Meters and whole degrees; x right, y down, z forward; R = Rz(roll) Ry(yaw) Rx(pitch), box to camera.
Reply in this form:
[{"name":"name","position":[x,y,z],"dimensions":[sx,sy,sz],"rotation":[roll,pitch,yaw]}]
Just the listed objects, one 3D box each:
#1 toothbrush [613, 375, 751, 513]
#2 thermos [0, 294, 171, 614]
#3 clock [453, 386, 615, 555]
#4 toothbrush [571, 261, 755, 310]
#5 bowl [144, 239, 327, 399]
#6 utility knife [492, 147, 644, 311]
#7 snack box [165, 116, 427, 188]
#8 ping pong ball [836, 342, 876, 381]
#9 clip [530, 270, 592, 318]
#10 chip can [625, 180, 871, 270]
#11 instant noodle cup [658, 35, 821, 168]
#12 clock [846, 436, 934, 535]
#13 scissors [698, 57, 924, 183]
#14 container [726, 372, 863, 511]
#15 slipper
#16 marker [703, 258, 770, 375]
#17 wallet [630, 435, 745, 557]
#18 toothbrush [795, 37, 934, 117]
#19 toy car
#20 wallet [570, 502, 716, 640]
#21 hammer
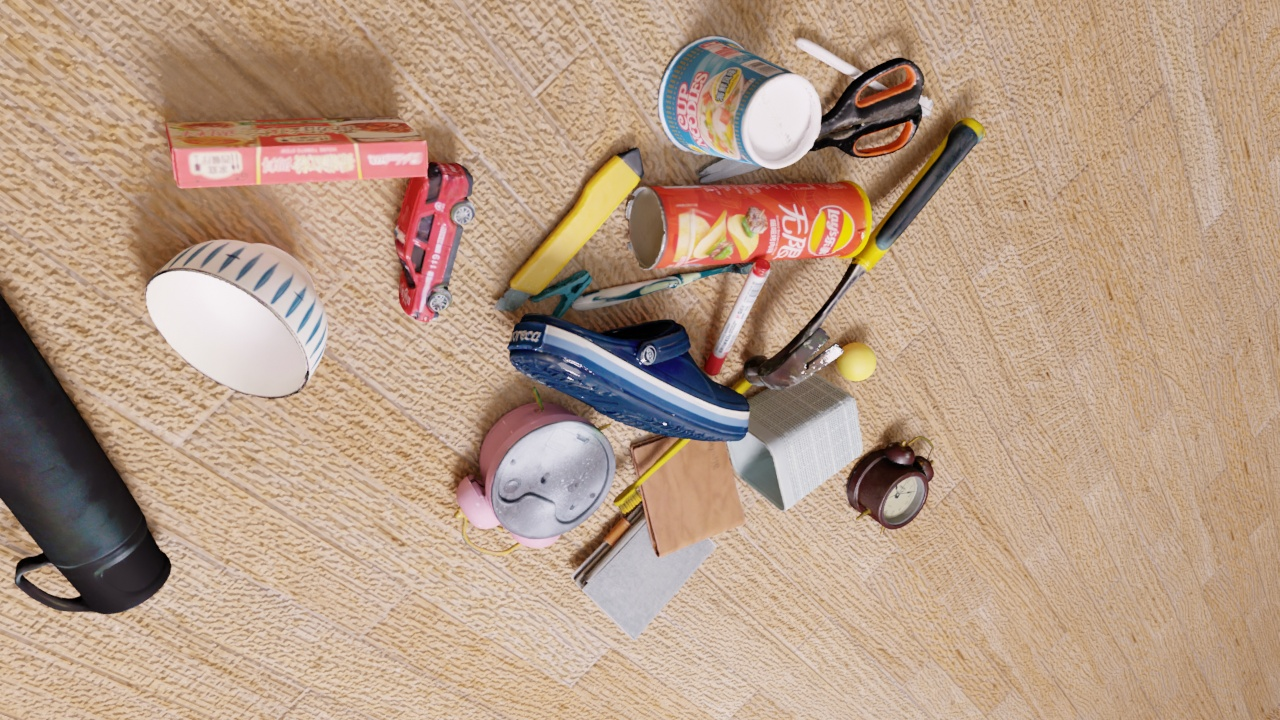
[{"name":"toothbrush","position":[0.046,0.077,0.885],"dimensions":[0.189,0.016,0.016],"rotation":[-42,106,-17]},{"name":"thermos","position":[-0.407,0.072,0.608],"dimensions":[0.089,0.068,0.243],"rotation":[-26,125,-22]},{"name":"clock","position":[-0.097,0.109,0.813],"dimensions":[0.117,0.060,0.158],"rotation":[30,96,-38]},{"name":"toothbrush","position":[0.027,-0.068,0.817],"dimensions":[0.191,0.018,0.016],"rotation":[-15,121,-23]},{"name":"bowl","position":[-0.264,-0.037,0.624],"dimensions":[0.116,0.117,0.066],"rotation":[62,34,-36]},{"name":"utility knife","position":[-0.059,-0.105,0.751],"dimensions":[0.176,0.015,0.033],"rotation":[-48,122,1]},{"name":"snack box","position":[-0.224,-0.138,0.601],"dimensions":[0.152,0.075,0.025],"rotation":[-9,119,-26]},{"name":"ping pong ball","position":[0.224,0.001,0.951],"dimensions":[0.040,0.040,0.040],"rotation":[-13,120,-24]},{"name":"clip","position":[-0.064,-0.057,0.774],"dimensions":[0.055,0.013,0.034],"rotation":[-35,127,-7]},{"name":"chip can","position":[0.097,-0.119,0.797],"dimensions":[0.216,0.073,0.073],"rotation":[-6,117,-27]},{"name":"instant noodle cup","position":[0.083,-0.199,0.723],"dimensions":[0.099,0.110,0.099],"rotation":[-13,119,-24]},{"name":"clock","position":[0.292,0.138,1.053],"dimensions":[0.082,0.055,0.122],"rotation":[32,94,-37]},{"name":"scissors","position":[0.157,-0.187,0.823],"dimensions":[0.235,0.021,0.139],"rotation":[-37,135,2]},{"name":"container","position":[0.155,0.074,0.922],"dimensions":[0.111,0.090,0.090],"rotation":[-30,126,-17]},{"name":"slipper","position":[-0.005,0.005,0.794],"dimensions":[0.252,0.105,0.095],"rotation":[24,79,-40]},{"name":"marker","position":[0.086,-0.036,0.830],"dimensions":[0.017,0.017,0.146],"rotation":[-10,145,-26]},{"name":"wallet","position":[0.047,0.124,0.905],"dimensions":[0.101,0.020,0.115],"rotation":[-18,99,-23]},{"name":"toothbrush","position":[0.205,-0.256,0.824],"dimensions":[0.180,0.016,0.016],"rotation":[13,100,-34]},{"name":"toy car","position":[-0.158,-0.089,0.681],"dimensions":[0.045,0.053,0.121],"rotation":[6,109,-30]},{"name":"wallet","position":[0.003,0.202,0.929],"dimensions":[0.129,0.037,0.106],"rotation":[-45,116,-13]},{"name":"hammer","position":[0.220,-0.102,0.860],"dimensions":[0.032,0.126,0.323],"rotation":[41,82,-10]}]
